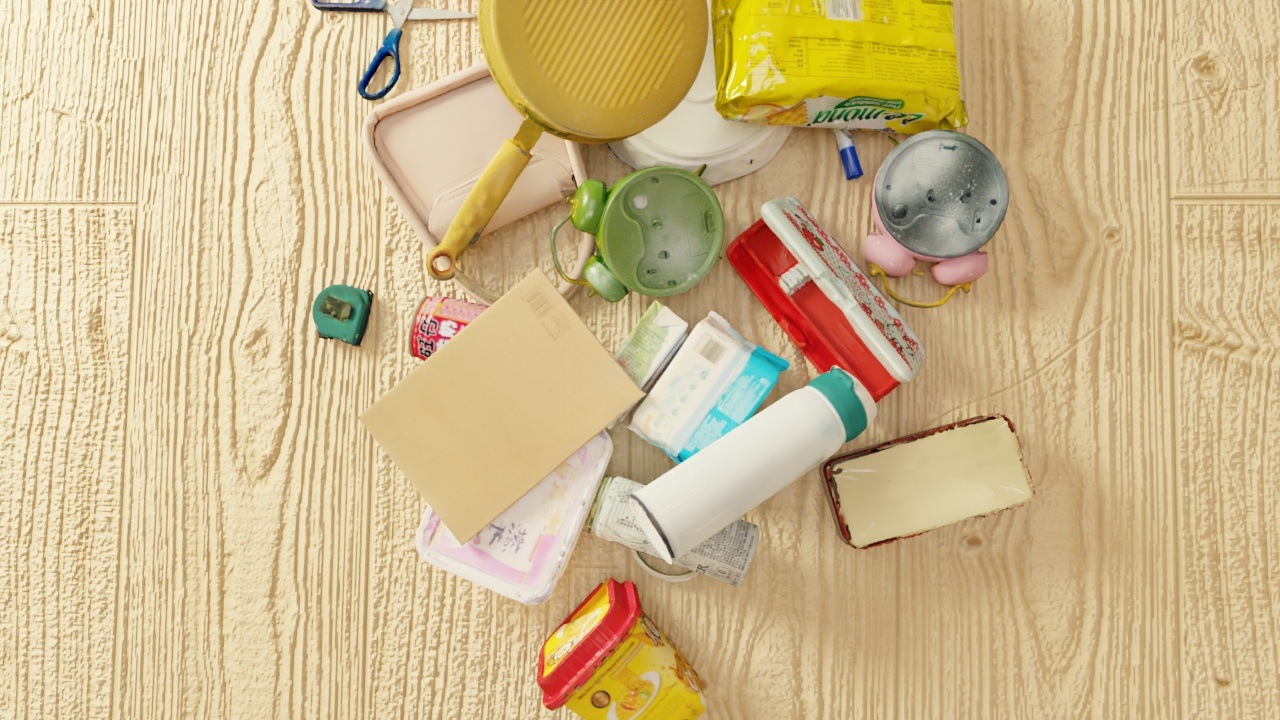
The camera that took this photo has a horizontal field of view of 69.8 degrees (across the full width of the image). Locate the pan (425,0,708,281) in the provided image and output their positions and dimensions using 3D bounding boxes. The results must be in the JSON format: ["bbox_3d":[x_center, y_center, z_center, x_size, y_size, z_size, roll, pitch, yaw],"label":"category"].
[{"bbox_3d":[-0.083,-0.220,0.790,0.197,0.078,0.357,31,91,-23],"label":"pan"}]

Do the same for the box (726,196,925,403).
[{"bbox_3d":[0.170,-0.056,0.820,0.095,0.098,0.201,-39,84,0],"label":"box"}]

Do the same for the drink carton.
[{"bbox_3d":[-0.005,0.005,0.851,0.045,0.053,0.122,38,89,1],"label":"drink carton"}]

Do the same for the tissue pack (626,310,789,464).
[{"bbox_3d":[0.061,0.034,0.839,0.090,0.063,0.140,35,89,6],"label":"tissue pack"}]

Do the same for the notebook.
[{"bbox_3d":[-0.123,0.040,0.813,0.211,0.012,0.149,-40,88,0],"label":"notebook"}]

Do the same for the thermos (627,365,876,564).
[{"bbox_3d":[0.101,0.085,0.781,0.224,0.073,0.073,-31,85,-13],"label":"thermos"}]

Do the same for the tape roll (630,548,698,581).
[{"bbox_3d":[0.031,0.162,0.857,0.086,0.014,0.085,0,87,4],"label":"tape roll"}]

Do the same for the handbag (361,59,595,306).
[{"bbox_3d":[-0.131,-0.154,0.864,0.193,0.093,0.234,-24,93,2],"label":"handbag"}]

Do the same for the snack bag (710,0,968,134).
[{"bbox_3d":[0.178,-0.291,0.819,0.246,0.068,0.158,-1,85,-14],"label":"snack bag"}]

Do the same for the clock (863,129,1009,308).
[{"bbox_3d":[0.265,-0.127,0.838,0.117,0.060,0.158,9,85,3],"label":"clock"}]

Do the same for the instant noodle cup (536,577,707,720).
[{"bbox_3d":[-0.014,0.277,0.811,0.123,0.116,0.116,44,90,-6],"label":"instant noodle cup"}]

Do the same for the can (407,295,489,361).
[{"bbox_3d":[-0.162,-0.022,0.856,0.094,0.066,0.066,13,87,4],"label":"can"}]

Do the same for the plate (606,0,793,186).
[{"bbox_3d":[0.054,-0.268,0.868,0.205,0.045,0.205,0,86,3],"label":"plate"}]

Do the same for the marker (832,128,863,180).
[{"bbox_3d":[0.184,-0.243,0.871,0.017,0.017,0.145,-15,85,3],"label":"marker"}]

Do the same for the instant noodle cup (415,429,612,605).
[{"bbox_3d":[-0.112,0.122,0.848,0.138,0.060,0.173,22,89,5],"label":"instant noodle cup"}]

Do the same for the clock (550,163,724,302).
[{"bbox_3d":[-0.003,-0.115,0.831,0.161,0.056,0.116,-16,109,-14],"label":"clock"}]

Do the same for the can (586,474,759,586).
[{"bbox_3d":[0.030,0.151,0.821,0.147,0.058,0.058,18,88,5],"label":"can"}]

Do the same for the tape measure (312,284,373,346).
[{"bbox_3d":[-0.290,-0.046,0.888,0.054,0.025,0.058,15,87,4],"label":"tape measure"}]

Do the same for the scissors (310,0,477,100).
[{"bbox_3d":[-0.250,-0.342,0.911,0.162,0.012,0.174,25,88,5],"label":"scissors"}]

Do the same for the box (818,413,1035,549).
[{"bbox_3d":[0.253,0.109,0.814,0.168,0.077,0.091,-16,84,3],"label":"box"}]
